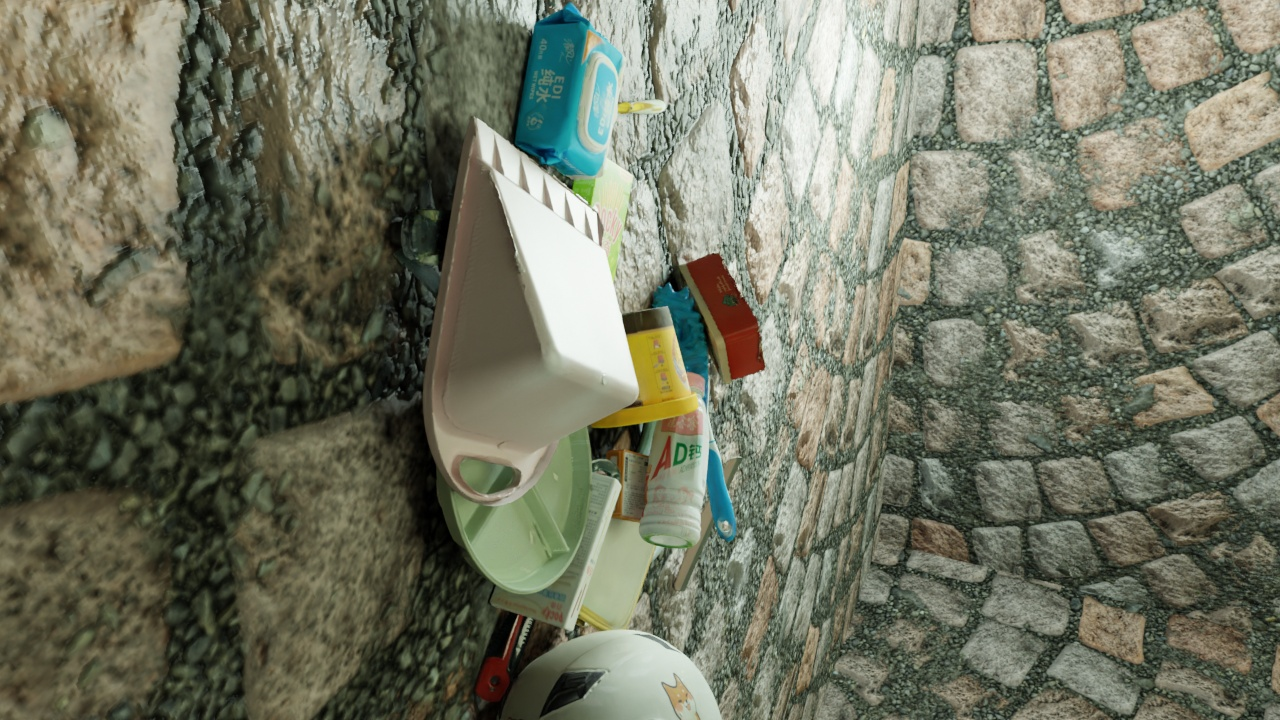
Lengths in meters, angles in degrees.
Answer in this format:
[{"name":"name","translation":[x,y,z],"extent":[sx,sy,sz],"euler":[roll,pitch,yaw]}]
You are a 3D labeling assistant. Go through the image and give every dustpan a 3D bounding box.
[{"name":"dustpan","translation":[-0.110,-0.029,0.769],"extent":[0.222,0.139,0.273],"euler":[30,39,-61]}]

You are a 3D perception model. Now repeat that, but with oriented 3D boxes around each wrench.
[{"name":"wrench","translation":[-0.098,0.220,0.952],"extent":[0.056,0.016,0.272],"euler":[34,70,-18]}]

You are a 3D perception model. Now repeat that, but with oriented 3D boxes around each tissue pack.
[{"name":"tissue pack","translation":[-0.060,-0.237,0.829],"extent":[0.090,0.063,0.140],"euler":[12,89,-67]}]

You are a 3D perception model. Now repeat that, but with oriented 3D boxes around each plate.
[{"name":"plate","translation":[-0.110,0.095,0.835],"extent":[0.230,0.028,0.230],"euler":[28,58,-59]}]

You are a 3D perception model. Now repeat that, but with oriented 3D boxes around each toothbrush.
[{"name":"toothbrush","translation":[-0.009,-0.272,0.987],"extent":[0.190,0.018,0.016],"euler":[-31,129,-60]}]

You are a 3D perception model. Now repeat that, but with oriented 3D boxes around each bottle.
[{"name":"bottle","translation":[0.044,0.109,1.037],"extent":[0.068,0.068,0.196],"euler":[57,38,-58]}]

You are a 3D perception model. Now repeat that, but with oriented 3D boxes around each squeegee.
[{"name":"squeegee","translation":[0.033,0.258,1.285],"extent":[0.249,0.040,0.248],"euler":[-16,131,-58]}]

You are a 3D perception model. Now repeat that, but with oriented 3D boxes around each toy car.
[{"name":"toy car","translation":[-0.154,-0.098,0.710],"extent":[0.090,0.034,0.043],"euler":[-27,123,-62]}]

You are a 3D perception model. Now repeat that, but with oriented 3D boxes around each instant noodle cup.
[{"name":"instant noodle cup","translation":[-0.006,0.006,0.983],"extent":[0.118,0.119,0.114],"euler":[-16,96,-64]}]

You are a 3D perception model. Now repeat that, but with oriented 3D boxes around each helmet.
[{"name":"helmet","translation":[-0.039,0.366,0.969],"extent":[0.273,0.231,0.156],"euler":[13,63,-42]}]

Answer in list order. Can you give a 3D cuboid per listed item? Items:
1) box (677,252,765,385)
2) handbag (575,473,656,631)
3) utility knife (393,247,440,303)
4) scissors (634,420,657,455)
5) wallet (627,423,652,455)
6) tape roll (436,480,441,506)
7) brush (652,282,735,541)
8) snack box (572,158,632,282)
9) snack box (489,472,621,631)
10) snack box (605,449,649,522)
[{"name":"box","translation":[0.111,-0.058,1.176],"extent":[0.168,0.076,0.091],"euler":[-111,-176,-45]},{"name":"handbag","translation":[-0.060,0.211,1.046],"extent":[0.179,0.063,0.163],"euler":[46,56,-45]},{"name":"utility knife","translation":[-0.137,-0.028,0.764],"extent":[0.209,0.015,0.033],"euler":[52,40,-46]},{"name":"scissors","translation":[-0.003,0.075,1.097],"extent":[0.170,0.019,0.181],"euler":[-1,87,-58]},{"name":"wallet","translation":[0.011,0.058,1.177],"extent":[0.121,0.019,0.097],"euler":[77,31,-45]},{"name":"tape roll","translation":[-0.152,0.100,0.824],"extent":[0.085,0.014,0.086],"euler":[11,90,-67]},{"name":"brush","translation":[0.073,0.063,1.138],"extent":[0.109,0.060,0.314],"euler":[63,15,-69]},{"name":"snack box","translation":[-0.048,-0.129,0.951],"extent":[0.085,0.026,0.156],"euler":[12,88,-67]},{"name":"snack box","translation":[-0.084,0.184,0.926],"extent":[0.027,0.085,0.156],"euler":[60,46,-62]},{"name":"snack box","translation":[0.014,0.152,1.069],"extent":[0.153,0.026,0.075],"euler":[22,66,-52]}]
